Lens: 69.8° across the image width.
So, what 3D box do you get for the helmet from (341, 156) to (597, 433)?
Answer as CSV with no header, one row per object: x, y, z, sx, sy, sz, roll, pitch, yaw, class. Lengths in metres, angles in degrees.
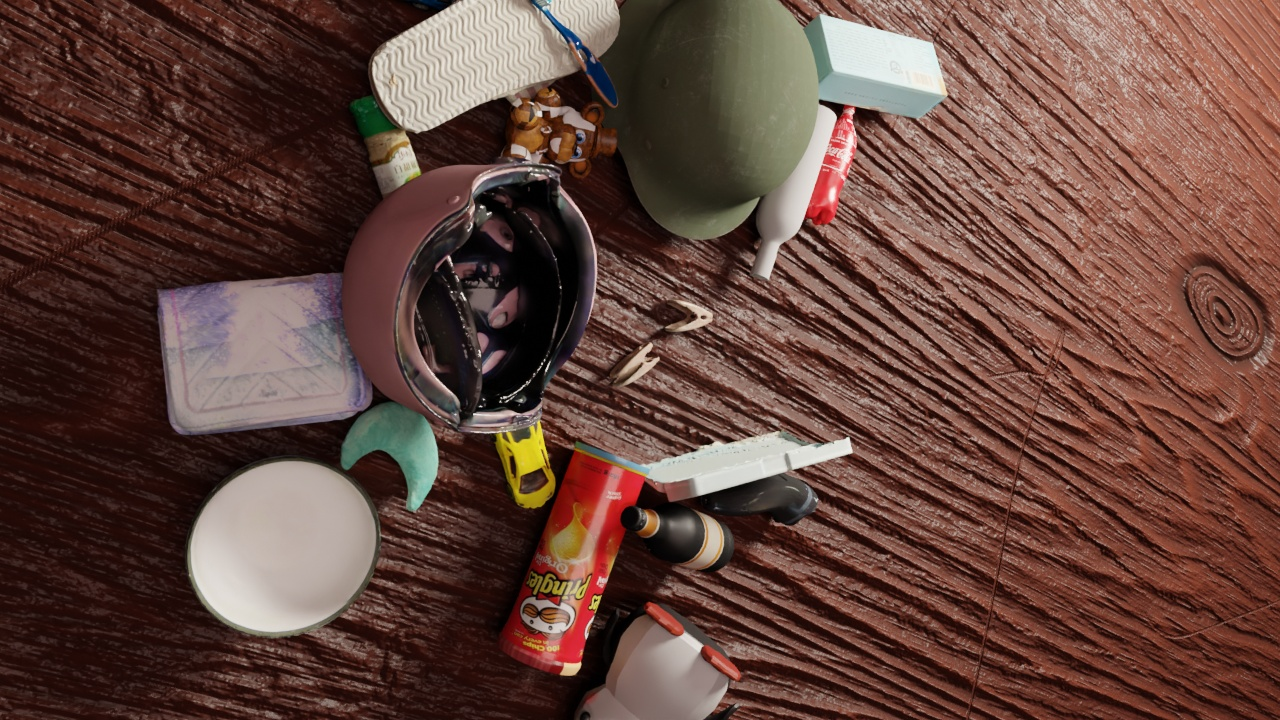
-0.149,-0.058,0.791,0.254,0.153,0.230,-31,127,-51,helmet

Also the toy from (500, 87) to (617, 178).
-0.077,-0.214,0.877,0.112,0.067,0.087,4,124,-21,toy

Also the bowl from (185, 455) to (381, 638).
-0.308,0.153,0.791,0.153,0.073,0.153,-3,96,-28,bowl

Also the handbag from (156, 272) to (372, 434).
-0.317,-0.007,0.777,0.158,0.069,0.126,-7,84,-27,handbag

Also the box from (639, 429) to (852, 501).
0.108,0.110,0.966,0.196,0.136,0.044,-10,94,-26,box

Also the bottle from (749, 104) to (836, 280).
0.161,-0.183,1.011,0.052,0.052,0.195,21,86,-28,bottle

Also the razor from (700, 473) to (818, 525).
0.132,0.160,1.035,0.140,0.053,0.064,-1,104,-25,razor

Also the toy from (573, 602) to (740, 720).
0.003,0.355,0.962,0.159,0.140,0.184,36,87,7,toy

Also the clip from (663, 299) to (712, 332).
0.054,-0.052,0.986,0.049,0.026,0.061,-40,113,-20,clip

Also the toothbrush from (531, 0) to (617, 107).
-0.059,-0.290,0.853,0.135,0.017,0.021,49,63,-31,toothbrush

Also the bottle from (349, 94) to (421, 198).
-0.222,-0.180,0.818,0.043,0.043,0.111,-23,106,-24,bottle

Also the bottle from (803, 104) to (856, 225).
0.217,-0.224,1.043,0.042,0.042,0.141,21,85,-28,bottle

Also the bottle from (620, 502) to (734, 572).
0.034,0.176,0.937,0.181,0.059,0.059,33,78,-55,bottle

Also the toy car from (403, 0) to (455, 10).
-0.214,-0.348,0.804,0.120,0.044,0.056,8,91,-28,toy car

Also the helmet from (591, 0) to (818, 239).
0.086,-0.255,0.907,0.226,0.154,0.268,3,95,-28,helmet

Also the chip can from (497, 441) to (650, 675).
-0.065,0.195,0.915,0.087,0.087,0.213,24,83,-27,chip can

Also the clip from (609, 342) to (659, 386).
-0.007,0.002,0.960,0.061,0.026,0.049,0,94,-29,clip

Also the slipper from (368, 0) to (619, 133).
-0.132,-0.285,0.844,0.262,0.052,0.115,-35,116,-27,slipper

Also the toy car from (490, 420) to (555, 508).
-0.114,0.098,0.911,0.049,0.030,0.107,-22,106,-25,toy car

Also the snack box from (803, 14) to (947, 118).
0.261,-0.329,1.036,0.174,0.053,0.075,2,70,-29,snack box

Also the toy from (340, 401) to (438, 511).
-0.225,0.081,0.837,0.105,0.033,0.084,44,50,-41,toy
